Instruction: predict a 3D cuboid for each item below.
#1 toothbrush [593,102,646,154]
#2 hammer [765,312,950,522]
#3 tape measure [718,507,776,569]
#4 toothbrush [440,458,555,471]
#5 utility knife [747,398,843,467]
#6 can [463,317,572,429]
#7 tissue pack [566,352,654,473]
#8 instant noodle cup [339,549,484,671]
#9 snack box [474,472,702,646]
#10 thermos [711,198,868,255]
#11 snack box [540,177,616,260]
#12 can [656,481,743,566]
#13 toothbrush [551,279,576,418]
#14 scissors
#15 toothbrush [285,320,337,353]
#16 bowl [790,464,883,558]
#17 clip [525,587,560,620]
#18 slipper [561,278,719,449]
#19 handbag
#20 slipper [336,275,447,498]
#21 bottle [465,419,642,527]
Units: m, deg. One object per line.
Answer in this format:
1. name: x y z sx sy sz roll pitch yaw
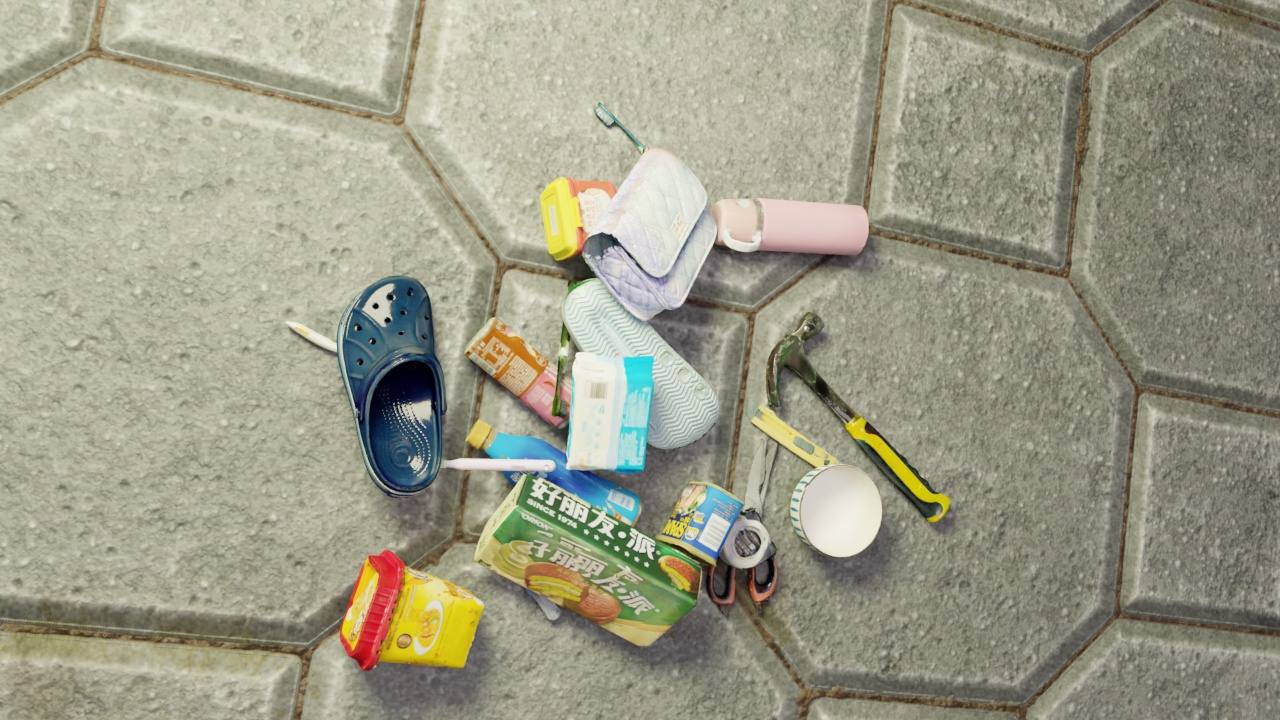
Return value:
1. toothbrush: 0.012 -0.251 1.153 0.191 0.016 0.018 44 87 -9
2. hammer: 0.287 0.094 1.202 0.323 0.032 0.126 46 77 -9
3. tape measure: 0.126 0.223 1.133 0.066 0.034 0.066 -25 90 -17
4. toothbrush: -0.187 0.117 1.033 0.189 0.021 0.029 -1 98 10
5. utility knife: 0.215 0.113 1.192 0.198 0.021 0.031 35 77 -15
6. can: -0.134 0.015 1.075 0.147 0.058 0.057 40 77 -10
7. tissue pack: -0.035 0.061 1.035 0.090 0.063 0.140 3 103 -9
8. instant noodle cup: -0.249 0.281 1.006 0.123 0.116 0.116 22 81 -25
9. snack box: -0.059 0.231 1.051 0.240 0.115 0.063 31 37 -12
10. thermos: 0.190 -0.165 1.164 0.198 0.087 0.067 1 131 -17
11. snack box: -0.068 -0.170 1.094 0.080 0.082 0.091 -9 90 -26
12. can: 0.072 0.194 1.101 0.057 0.102 0.083 32 76 -12
13. toothbrush: -0.086 -0.016 1.076 0.017 0.012 0.185 23 55 -30
14. scissors: 0.150 0.213 1.166 0.205 0.015 0.197 -36 95 -14
15. toothbrush: -0.317 0.006 1.047 0.191 0.016 0.018 30 88 -13
16. bowl: 0.240 0.189 1.165 0.116 0.066 0.116 1 87 -17
17. clip: -0.114 0.282 1.087 0.026 0.041 0.058 -33 97 -17
18. slipper: -0.006 0.006 1.101 0.104 0.074 0.245 -40 105 -5
19. handbag: 0.018 -0.149 1.068 0.134 0.076 0.193 48 43 -23
20. slipper: -0.267 0.022 1.000 0.105 0.095 0.252 -1 75 -29
21. bottle: -0.103 0.137 1.073 0.218 0.065 0.065 31 79 -11
